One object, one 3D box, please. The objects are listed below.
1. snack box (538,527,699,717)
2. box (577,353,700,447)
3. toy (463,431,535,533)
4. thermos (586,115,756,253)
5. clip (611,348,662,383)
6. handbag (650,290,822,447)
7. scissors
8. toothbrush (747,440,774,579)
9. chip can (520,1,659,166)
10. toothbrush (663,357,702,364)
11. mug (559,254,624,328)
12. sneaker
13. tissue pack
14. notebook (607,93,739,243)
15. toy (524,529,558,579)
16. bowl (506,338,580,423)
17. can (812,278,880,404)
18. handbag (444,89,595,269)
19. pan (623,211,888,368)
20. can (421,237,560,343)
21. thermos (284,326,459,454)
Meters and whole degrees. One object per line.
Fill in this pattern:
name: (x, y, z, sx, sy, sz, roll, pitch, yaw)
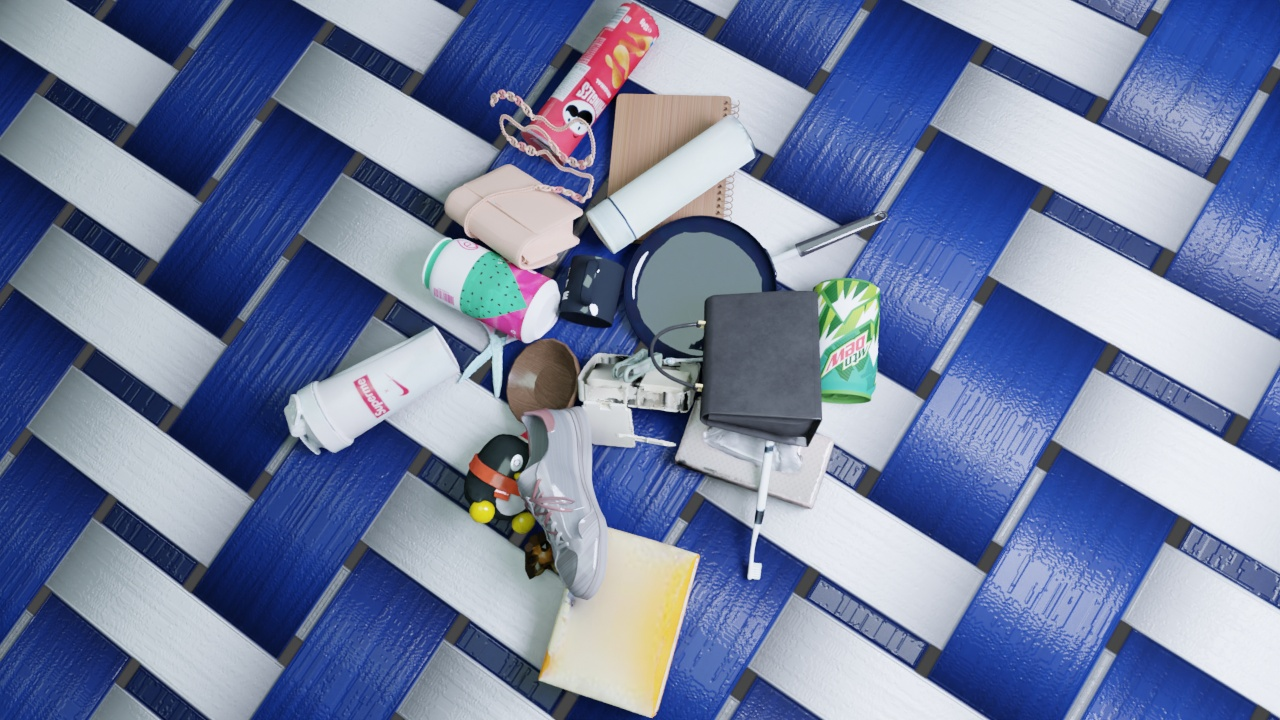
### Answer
snack box: (-0.025, 0.307, 1.101, 0.145, 0.080, 0.195, 15, 80, 10)
box: (-0.012, 0.077, 1.121, 0.143, 0.193, 0.101, 6, 114, 13)
toy: (-0.165, 0.140, 1.143, 0.097, 0.100, 0.119, 22, 94, -34)
thermos: (0.039, -0.228, 1.192, 0.230, 0.068, 0.068, -35, 77, -1)
clip: (-0.005, 0.007, 1.126, 0.047, 0.076, 0.023, 14, 115, 32)
handbag: (0.109, 0.000, 1.094, 0.196, 0.072, 0.175, 6, 59, -1)
scissors: (-0.174, -0.034, 1.226, 0.159, 0.014, 0.172, -4, 77, 6)
toothbrush: (0.148, 0.178, 1.108, 0.017, 0.012, 0.187, 6, 101, -1)
chip can: (-0.066, -0.379, 1.256, 0.073, 0.073, 0.233, 34, 83, 12)
toothbrush: (0.121, -0.003, 1.160, 0.185, 0.024, 0.022, -2, 97, -7)
mug: (-0.063, -0.092, 1.178, 0.071, 0.105, 0.077, 12, 80, 3)
sneaker: (-0.102, 0.160, 1.062, 0.089, 0.100, 0.235, 6, 58, -29)
tissue pack: (0.141, 0.108, 1.135, 0.181, 0.071, 0.103, 18, 82, 13)
notebook: (0.044, -0.260, 1.244, 0.169, 0.022, 0.210, 3, 79, 8)
toy: (-0.116, 0.235, 1.119, 0.062, 0.100, 0.076, 41, 86, 19)
bowl: (-0.119, 0.032, 1.183, 0.118, 0.030, 0.117, -10, 72, 31)
can: (0.252, -0.023, 1.139, 0.083, 0.083, 0.144, 4, 79, 7)
handbag: (-0.169, -0.233, 1.164, 0.199, 0.188, 0.116, 36, 48, 28)
pan: (0.150, -0.119, 1.186, 0.356, 0.021, 0.198, -22, 85, 6)
can: (-0.192, -0.092, 1.186, 0.166, 0.088, 0.088, 25, 82, 11)
thermos: (-0.349, 0.036, 1.191, 0.220, 0.099, 0.099, -31, 76, -4)
